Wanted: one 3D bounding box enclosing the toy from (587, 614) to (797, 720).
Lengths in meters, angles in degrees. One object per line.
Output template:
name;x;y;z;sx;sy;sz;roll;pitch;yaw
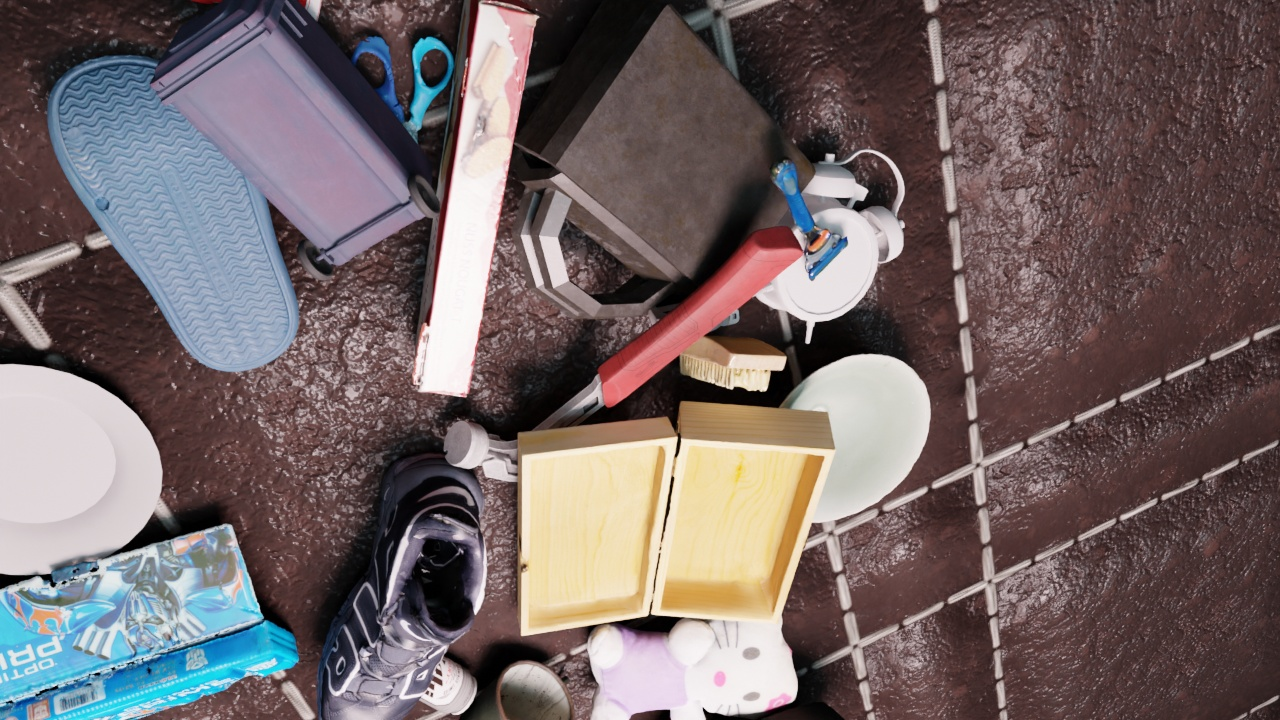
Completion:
toy;0.051;0.302;0.905;0.209;0.085;0.138;-4;99;-11

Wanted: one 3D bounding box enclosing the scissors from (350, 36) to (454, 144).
scissors;-0.168;-0.159;0.643;0.073;0.016;0.134;-6;122;-23

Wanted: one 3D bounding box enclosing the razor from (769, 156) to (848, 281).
razor;0.121;-0.108;0.676;0.044;0.018;0.141;-45;145;0

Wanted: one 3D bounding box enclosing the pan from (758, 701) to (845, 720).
pan;0.058;0.444;0.973;0.357;0.043;0.248;-31;151;16

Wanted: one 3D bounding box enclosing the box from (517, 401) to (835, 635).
box;0.020;0.145;0.790;0.257;0.076;0.248;-4;132;-12

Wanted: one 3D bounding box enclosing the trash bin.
trash bin;-0.210;-0.146;0.571;0.094;0.092;0.161;-26;130;14

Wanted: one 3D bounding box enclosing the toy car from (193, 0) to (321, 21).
toy car;-0.244;-0.234;0.567;0.089;0.025;0.038;9;112;-24

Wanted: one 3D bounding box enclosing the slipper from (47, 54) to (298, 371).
slipper;-0.294;-0.095;0.602;0.103;0.059;0.214;-28;110;-16

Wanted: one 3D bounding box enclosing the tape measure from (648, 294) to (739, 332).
tape measure;0.041;-0.040;0.745;0.065;0.064;0.017;-12;119;-9

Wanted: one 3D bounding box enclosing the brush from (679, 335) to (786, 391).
brush;0.067;0.000;0.742;0.049;0.117;0.039;3;94;-23

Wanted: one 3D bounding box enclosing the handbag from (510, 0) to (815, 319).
handbag;-0.003;-0.119;0.666;0.197;0.102;0.199;36;91;-39

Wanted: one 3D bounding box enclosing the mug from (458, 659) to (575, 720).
mug;-0.111;0.336;0.868;0.081;0.085;0.110;-48;164;28

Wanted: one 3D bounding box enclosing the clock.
clock;0.154;-0.102;0.762;0.120;0.061;0.159;34;96;-31

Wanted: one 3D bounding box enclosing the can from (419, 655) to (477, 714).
can;-0.199;0.282;0.832;0.044;0.044;0.106;-44;121;5

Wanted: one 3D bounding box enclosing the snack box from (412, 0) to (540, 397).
snack box;-0.122;-0.111;0.638;0.044;0.076;0.273;6;116;-20

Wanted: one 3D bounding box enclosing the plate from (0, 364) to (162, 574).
plate;-0.438;0.077;0.657;0.172;0.019;0.173;-8;118;-16

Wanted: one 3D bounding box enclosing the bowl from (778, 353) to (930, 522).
bowl;0.172;0.059;0.840;0.174;0.068;0.174;-9;120;-16

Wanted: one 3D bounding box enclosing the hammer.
hammer;-0.004;0.004;0.699;0.317;0.036;0.126;-38;143;27

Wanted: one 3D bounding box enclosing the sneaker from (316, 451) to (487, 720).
sneaker;-0.178;0.208;0.715;0.097;0.151;0.252;18;93;-22

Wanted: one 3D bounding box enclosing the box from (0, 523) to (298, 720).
box;-0.409;0.236;0.706;0.243;0.075;0.167;-16;127;-12
